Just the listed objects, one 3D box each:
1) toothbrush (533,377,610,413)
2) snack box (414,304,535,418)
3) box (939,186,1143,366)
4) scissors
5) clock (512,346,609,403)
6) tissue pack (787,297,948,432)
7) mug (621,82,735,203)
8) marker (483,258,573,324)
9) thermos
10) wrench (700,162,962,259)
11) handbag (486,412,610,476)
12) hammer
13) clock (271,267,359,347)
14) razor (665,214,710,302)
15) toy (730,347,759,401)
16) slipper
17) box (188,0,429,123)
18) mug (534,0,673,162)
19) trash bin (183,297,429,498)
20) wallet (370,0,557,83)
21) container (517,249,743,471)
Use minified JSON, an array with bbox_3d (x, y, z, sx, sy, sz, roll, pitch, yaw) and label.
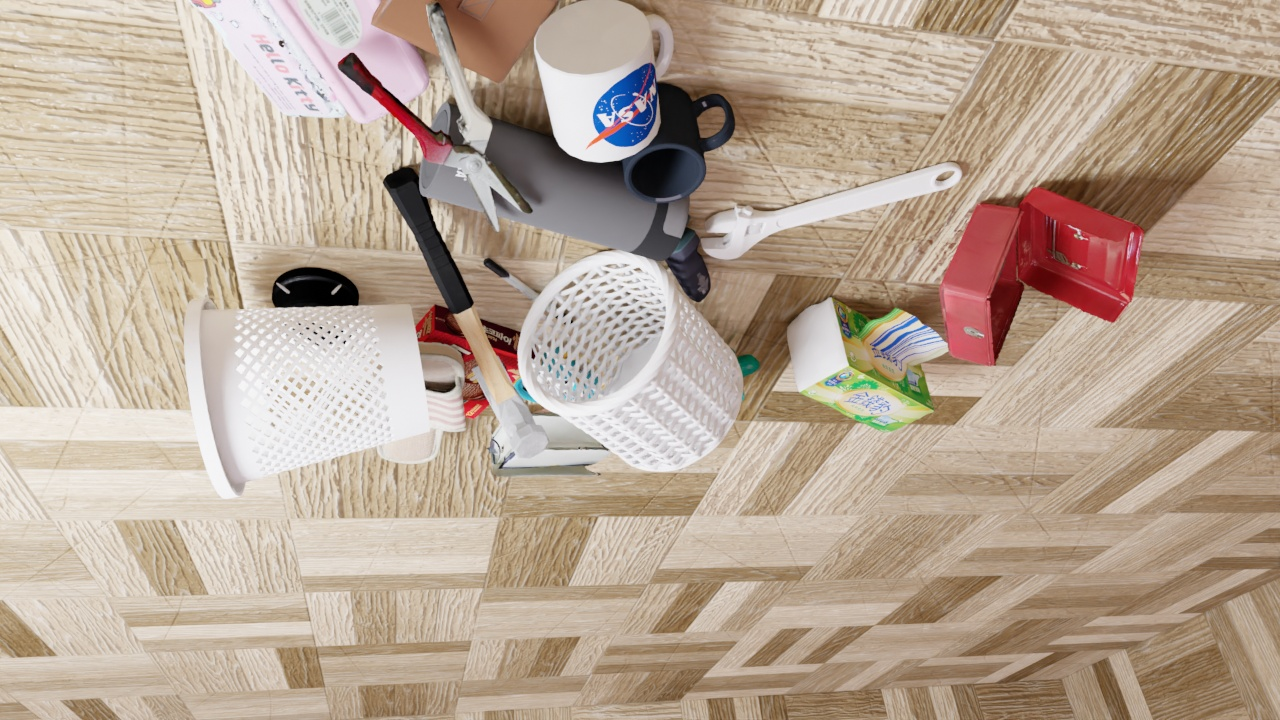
[{"bbox_3d":[-0.097,0.057,1.228,0.182,0.018,0.015,-24,149,26],"label":"toothbrush"},{"bbox_3d":[-0.223,0.006,1.107,0.132,0.035,0.152,18,139,-34],"label":"snack box"},{"bbox_3d":[0.414,-0.076,0.992,0.170,0.156,0.157,-46,143,-6],"label":"box"},{"bbox_3d":[-0.154,-0.188,0.726,0.184,0.015,0.180,6,125,-23],"label":"scissors"},{"bbox_3d":[-0.105,0.022,1.151,0.130,0.043,0.099,-15,147,25],"label":"clock"},{"bbox_3d":[0.296,-0.005,1.126,0.197,0.120,0.142,17,142,-42],"label":"tissue pack"},{"bbox_3d":[0.033,-0.197,0.807,0.105,0.077,0.071,-20,145,18],"label":"mug"},{"bbox_3d":[-0.123,-0.074,1.027,0.011,0.011,0.152,-24,143,24],"label":"marker"},{"bbox_3d":[-0.073,-0.159,0.841,0.240,0.082,0.082,12,142,-27],"label":"thermos"},{"bbox_3d":[0.195,-0.159,0.953,0.273,0.018,0.066,-14,147,9],"label":"wrench"},{"bbox_3d":[-0.137,0.138,1.286,0.151,0.074,0.176,4,155,-26],"label":"handbag"},{"bbox_3d":[-0.179,-0.046,0.941,0.039,0.131,0.328,-28,130,-11],"label":"hammer"},{"bbox_3d":[-0.351,-0.048,0.994,0.091,0.042,0.121,1,146,-12],"label":"clock"},{"bbox_3d":[0.049,-0.105,0.981,0.047,0.052,0.143,-50,147,-10],"label":"razor"},{"bbox_3d":[0.068,0.024,1.169,0.130,0.072,0.194,18,148,-31],"label":"toy"},{"bbox_3d":[-0.269,0.067,1.110,0.115,0.052,0.264,6,145,-17],"label":"slipper"},{"bbox_3d":[-0.259,-0.256,0.677,0.154,0.066,0.201,-13,146,10],"label":"box"},{"bbox_3d":[-0.021,-0.234,0.744,0.121,0.091,0.090,-38,151,-17],"label":"mug"},{"bbox_3d":[-0.322,0.023,0.916,0.199,0.195,0.196,-9,148,-15],"label":"trash bin"},{"bbox_3d":[-0.132,-0.267,0.697,0.120,0.013,0.088,13,130,-45],"label":"wallet"},{"bbox_3d":[-0.006,0.006,1.010,0.190,0.189,0.187,-21,146,20],"label":"container"}]
